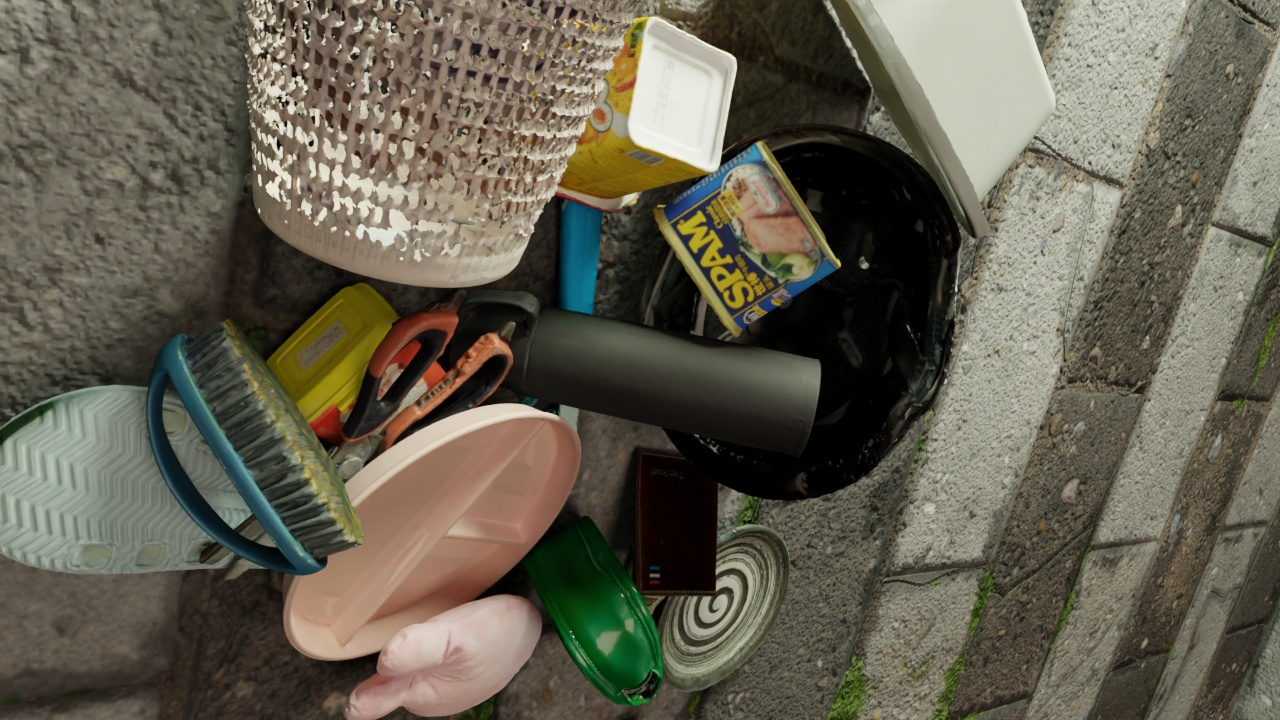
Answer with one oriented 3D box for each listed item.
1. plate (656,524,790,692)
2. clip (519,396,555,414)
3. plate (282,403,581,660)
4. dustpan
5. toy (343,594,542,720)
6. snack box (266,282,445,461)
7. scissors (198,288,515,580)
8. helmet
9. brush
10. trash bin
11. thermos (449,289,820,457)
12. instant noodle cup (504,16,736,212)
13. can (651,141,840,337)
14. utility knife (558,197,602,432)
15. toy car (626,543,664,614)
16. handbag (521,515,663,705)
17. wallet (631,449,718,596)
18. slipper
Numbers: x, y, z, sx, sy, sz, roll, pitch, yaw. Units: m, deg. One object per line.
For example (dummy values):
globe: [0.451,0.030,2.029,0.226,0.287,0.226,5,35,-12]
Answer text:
plate: [0.077,0.236,0.892,0.179,0.024,0.180,-19,122,-34]
clip: [-0.091,0.049,0.700,0.055,0.013,0.038,-43,128,-14]
plate: [-0.138,0.115,0.627,0.229,0.028,0.230,-34,152,-21]
dustpan: [0.170,-0.200,0.641,0.142,0.258,0.222,-48,129,-5]
toy: [-0.143,0.224,0.685,0.121,0.054,0.159,-53,149,14]
snack box: [-0.175,0.012,0.579,0.091,0.082,0.080,-45,137,-6]
scissors: [-0.166,0.042,0.539,0.202,0.015,0.205,-15,136,-43]
helmet: [0.122,-0.045,0.716,0.156,0.230,0.274,-52,153,-70]
brush: [-0.207,0.052,0.477,0.073,0.055,0.144,-27,106,-7]
trash bin: [-0.114,-0.153,0.487,0.227,0.227,0.192,0,120,-37]
thermos: [-0.004,0.004,0.614,0.090,0.242,0.068,101,1,-63]
instant noodle cup: [-0.012,-0.161,0.589,0.116,0.124,0.116,11,89,-39]
can: [0.070,-0.081,0.603,0.083,0.057,0.102,-33,97,16]
utility knife: [-0.050,-0.033,0.690,0.034,0.018,0.216,-8,110,-37]
toy car: [0.006,0.197,0.820,0.042,0.035,0.090,19,99,-39]
handbag: [-0.032,0.197,0.730,0.068,0.131,0.120,-34,130,-8]
wallet: [0.031,0.142,0.795,0.096,0.020,0.122,14,72,-40]
slipper: [-0.260,0.070,0.547,0.245,0.074,0.104,27,90,-56]
